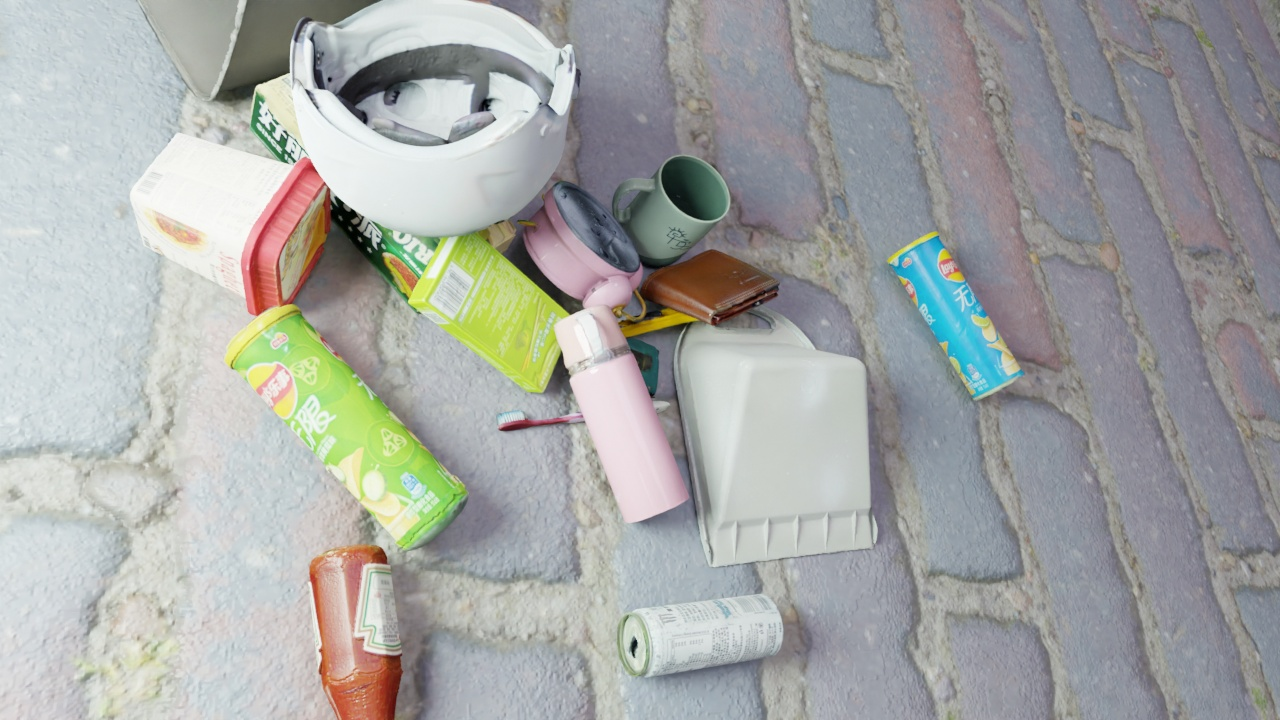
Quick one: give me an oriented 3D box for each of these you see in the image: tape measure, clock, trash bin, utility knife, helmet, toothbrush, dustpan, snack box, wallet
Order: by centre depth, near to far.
[{"bbox_3d":[-0.167,-0.194,0.767,0.229,0.146,0.258,1,40,-11],"label":"helmet"},{"bbox_3d":[-0.130,-0.045,0.834,0.156,0.026,0.085,41,61,-39],"label":"snack box"},{"bbox_3d":[-0.322,-0.374,0.837,0.219,0.199,0.199,-26,81,-42],"label":"trash bin"},{"bbox_3d":[-0.239,-0.170,0.857,0.240,0.063,0.114,48,53,-2],"label":"snack box"},{"bbox_3d":[-0.052,0.050,0.887,0.187,0.016,0.017,-5,60,-31],"label":"toothbrush"},{"bbox_3d":[-0.048,-0.102,0.913,0.158,0.060,0.117,44,23,-11],"label":"clock"},{"bbox_3d":[-0.005,0.005,0.928,0.054,0.025,0.058,17,59,-23],"label":"tape measure"},{"bbox_3d":[0.006,-0.039,0.947,0.217,0.033,0.015,-16,119,-28],"label":"utility knife"},{"bbox_3d":[0.075,-0.077,0.973,0.101,0.032,0.124,28,38,34],"label":"wallet"},{"bbox_3d":[0.135,0.067,0.989,0.222,0.143,0.258,1,96,-29],"label":"dustpan"}]

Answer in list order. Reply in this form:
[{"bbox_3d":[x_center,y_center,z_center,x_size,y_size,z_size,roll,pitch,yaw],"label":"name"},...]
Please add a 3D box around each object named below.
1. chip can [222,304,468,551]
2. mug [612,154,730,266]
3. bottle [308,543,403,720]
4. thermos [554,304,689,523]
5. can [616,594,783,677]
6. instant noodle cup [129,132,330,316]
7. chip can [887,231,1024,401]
[{"bbox_3d":[-0.234,0.056,0.744,0.221,0.073,0.072,47,53,-2],"label":"chip can"},{"bbox_3d":[0.020,-0.157,0.970,0.111,0.107,0.082,11,63,-26],"label":"mug"},{"bbox_3d":[-0.205,0.242,0.679,0.059,0.060,0.206,-2,69,-30],"label":"bottle"},{"bbox_3d":[-0.019,0.047,0.844,0.067,0.087,0.198,-20,89,-7],"label":"thermos"},{"bbox_3d":[0.055,0.246,0.825,0.146,0.058,0.058,1,66,-29],"label":"can"},{"bbox_3d":[-0.334,-0.117,0.754,0.124,0.117,0.116,23,57,-6],"label":"instant noodle cup"},{"bbox_3d":[0.397,-0.056,1.158,0.071,0.071,0.210,-23,80,-36],"label":"chip can"}]
